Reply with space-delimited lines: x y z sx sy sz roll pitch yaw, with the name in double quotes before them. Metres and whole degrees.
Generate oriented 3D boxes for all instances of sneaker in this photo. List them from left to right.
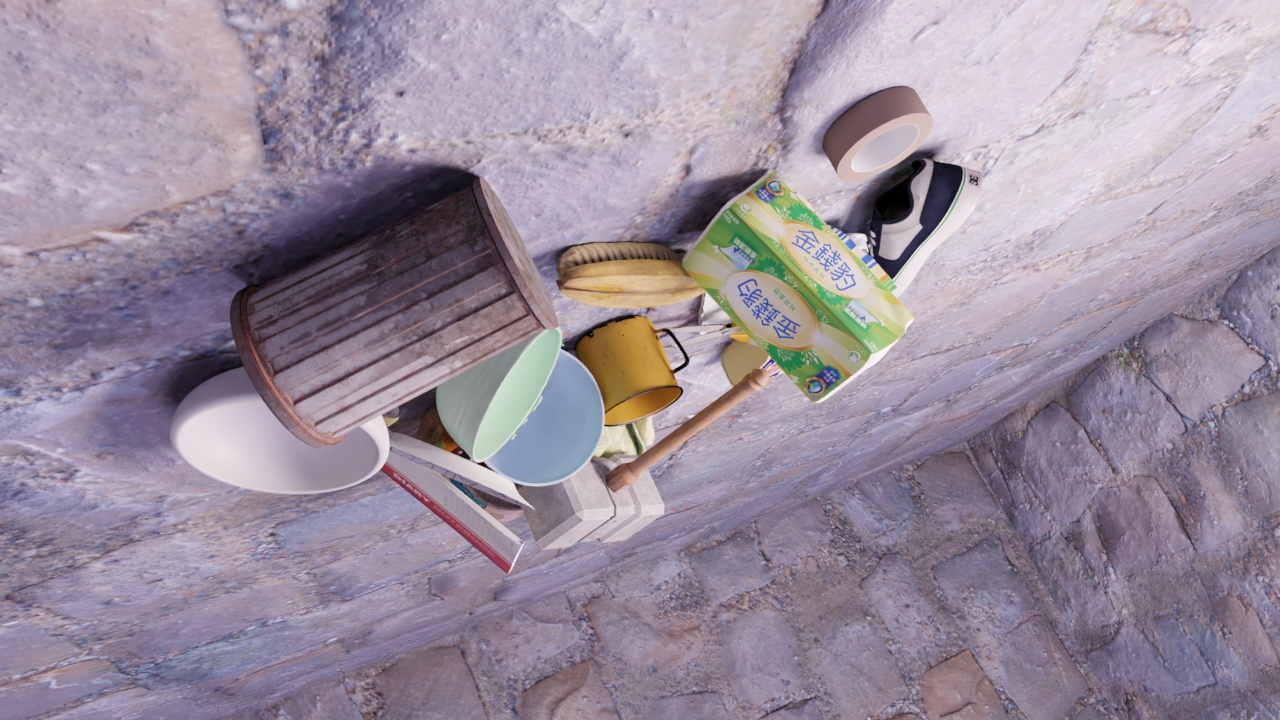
"sneaker" 0.279 -0.139 1.015 0.079 0.084 0.236 20 149 -4

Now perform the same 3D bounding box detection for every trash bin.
"trash bin" -0.182 -0.032 0.670 0.211 0.130 0.131 -26 161 2

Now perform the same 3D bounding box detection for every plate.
"plate" -0.189 0.105 0.916 0.188 0.016 0.189 22 167 5

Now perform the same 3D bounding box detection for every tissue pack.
"tissue pack" 0.162 -0.082 0.865 0.141 0.197 0.121 -40 -179 -36

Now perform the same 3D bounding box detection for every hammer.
"hammer" 0.023 0.100 1.032 0.319 0.083 0.162 -39 153 29

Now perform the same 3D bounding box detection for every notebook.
"notebook" -0.225 0.167 1.072 0.012 0.209 0.153 -49 174 -28

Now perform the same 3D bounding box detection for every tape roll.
"tape roll" 0.213 -0.203 0.826 0.093 0.030 0.094 -21 161 -8

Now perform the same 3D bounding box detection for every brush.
"brush" -0.002 -0.082 0.879 0.195 0.043 0.059 -4 152 -43

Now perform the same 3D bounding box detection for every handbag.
"handbag" -0.041 0.075 1.155 0.117 0.113 0.186 -28 160 12

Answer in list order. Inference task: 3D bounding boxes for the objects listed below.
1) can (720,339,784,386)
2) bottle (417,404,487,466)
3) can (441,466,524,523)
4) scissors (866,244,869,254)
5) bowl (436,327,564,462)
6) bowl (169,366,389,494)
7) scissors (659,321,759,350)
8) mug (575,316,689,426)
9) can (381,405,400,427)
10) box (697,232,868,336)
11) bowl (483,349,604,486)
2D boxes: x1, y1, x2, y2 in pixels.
"can" 0.178 -0.015 1.259 0.092 0.056 0.116 -15 160 -28
"bottle" -0.172 0.096 1.065 0.167 0.059 0.059 19 138 -36
"can" -0.173 0.129 1.115 0.129 0.130 0.044 -8 156 -39
"scissors" 0.245 -0.117 1.115 0.126 0.019 0.144 0 153 -44
"bowl" -0.146 0.016 0.884 0.150 0.077 0.151 -57 170 -15
"bowl" -0.309 0.050 0.801 0.176 0.066 0.177 -4 147 -3
"scissors" 0.126 -0.037 1.115 0.226 0.016 0.216 -17 162 18
"mug" -0.006 0.006 1.033 0.124 0.094 0.100 -29 161 21
"can" -0.287 0.063 0.942 0.080 0.038 0.038 -31 160 21
"box" 0.159 -0.082 1.077 0.189 0.037 0.209 -9 160 0
"bowl" -0.120 0.062 0.994 0.150 0.150 0.075 -16 176 -21
